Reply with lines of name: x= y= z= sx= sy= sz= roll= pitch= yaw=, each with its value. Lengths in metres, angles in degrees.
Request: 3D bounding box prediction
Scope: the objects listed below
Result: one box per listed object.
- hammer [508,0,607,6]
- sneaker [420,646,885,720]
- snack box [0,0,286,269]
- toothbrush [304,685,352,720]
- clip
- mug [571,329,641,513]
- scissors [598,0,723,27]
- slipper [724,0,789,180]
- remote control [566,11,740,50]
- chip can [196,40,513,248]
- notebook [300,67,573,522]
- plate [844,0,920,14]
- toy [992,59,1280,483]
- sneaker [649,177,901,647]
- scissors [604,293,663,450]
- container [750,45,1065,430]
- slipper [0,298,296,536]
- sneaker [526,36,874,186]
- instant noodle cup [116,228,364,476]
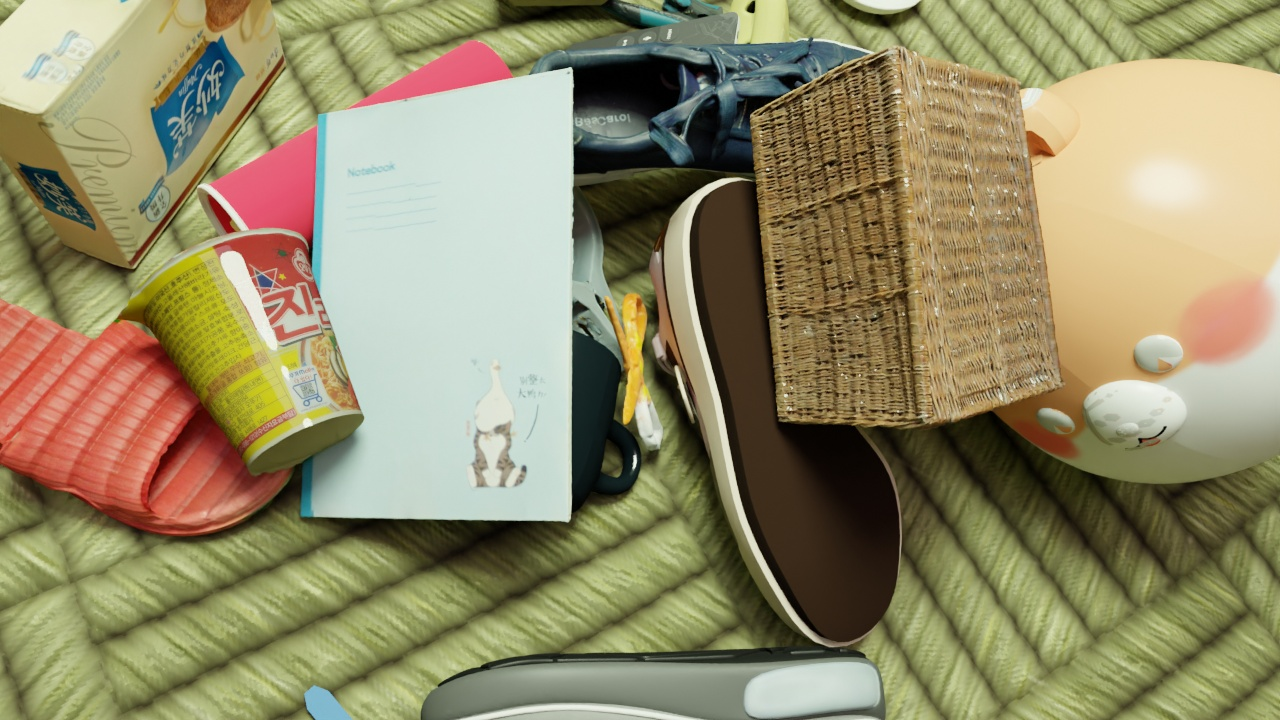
hammer: x=-0.094 y=-0.463 z=0.776 sx=0.100 sy=0.191 sz=0.324 roll=-6 pitch=48 yaw=-15
sneaker: x=0.014 y=0.237 z=0.489 sx=0.256 sy=0.093 sz=0.160 roll=0 pitch=73 yaw=-11
snack box: x=-0.310 y=-0.184 z=0.581 sx=0.055 sy=0.154 sz=0.206 roll=21 pitch=62 yaw=1
toothbrush: x=-0.126 y=0.239 z=0.492 sx=0.166 sy=0.014 sz=0.016 roll=44 pitch=64 yaw=11
clip: x=-0.057 y=-0.085 z=0.635 sx=0.169 sy=0.031 sz=0.164 roll=42 pitch=36 yaw=-29
mug: x=-0.049 y=0.047 z=0.572 sx=0.121 sy=0.085 sz=0.094 roll=30 pitch=58 yaw=-30
scissors: x=0.030 y=-0.298 z=0.784 sx=0.118 sy=0.019 sz=0.151 roll=-26 pitch=74 yaw=-23
slipper: x=0.075 y=-0.212 z=0.725 sx=0.082 sy=0.092 sz=0.190 roll=1 pitch=63 yaw=16
remote control: x=0.005 y=-0.240 z=0.713 sx=0.147 sy=0.008 sz=0.045 roll=-3 pitch=60 yaw=23
chip can: x=-0.186 y=-0.143 z=0.635 sx=0.220 sy=0.069 sz=0.069 roll=-40 pitch=78 yaw=-26
notebook: x=-0.121 y=-0.035 z=0.534 sx=0.181 sy=0.009 sz=0.253 roll=-4 pitch=82 yaw=22
plate: x=0.211 y=-0.353 z=0.845 sx=0.104 sy=0.026 sz=0.104 roll=5 pitch=64 yaw=-10
toy: x=0.313 y=-0.057 z=0.584 sx=0.280 sy=0.264 sz=0.265 roll=24 pitch=54 yaw=-6
sneaker: x=0.068 y=0.039 z=0.596 sx=0.111 sy=0.117 sz=0.294 roll=-19 pitch=89 yaw=-27
scissors: x=-0.003 y=0.007 z=0.582 sx=0.011 sy=0.131 sz=0.125 roll=-10 pitch=31 yaw=12
container: x=0.146 y=-0.061 z=0.513 sx=0.112 sy=0.114 sz=0.198 roll=-6 pitch=89 yaw=-31
slipper: x=-0.324 y=0.023 z=0.531 sx=0.249 sy=0.059 sz=0.103 roll=23 pitch=62 yaw=1
sneaker: x=0.063 y=-0.166 z=0.589 sx=0.294 sy=0.127 sz=0.120 roll=-5 pitch=84 yaw=-14
instant noodle cup: x=-0.210 y=-0.001 z=0.517 sx=0.100 sy=0.101 sz=0.112 roll=-28 pitch=80 yaw=-23
